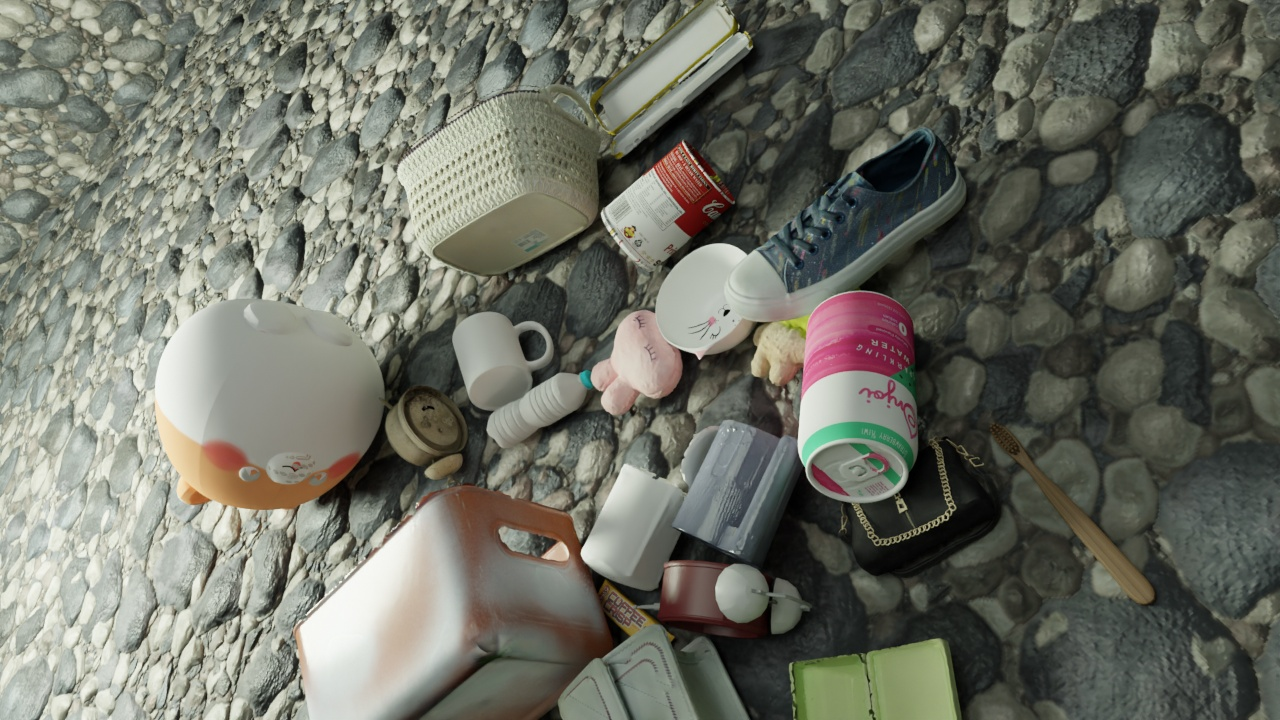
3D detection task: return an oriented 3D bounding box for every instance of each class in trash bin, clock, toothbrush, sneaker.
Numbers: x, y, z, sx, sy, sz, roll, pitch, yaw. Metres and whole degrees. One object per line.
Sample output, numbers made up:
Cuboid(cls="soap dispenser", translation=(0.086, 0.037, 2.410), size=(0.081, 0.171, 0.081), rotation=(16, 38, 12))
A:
Cuboid(cls="trash bin", translation=(-0.170, 0.260, 0.839), size=(0.260, 0.181, 0.157), rotation=(-43, 49, 19))
Cuboid(cls="clock", translation=(0.070, 0.195, 0.746), size=(0.138, 0.096, 0.048), rotation=(-9, 62, 39))
Cuboid(cls="toothbrush", translation=(0.306, 0.105, 0.659), size=(0.016, 0.016, 0.166), rotation=(-43, 48, 15))
Cuboid(cls="clock", translation=(-0.246, 0.097, 1.072), size=(0.055, 0.092, 0.140), rotation=(-37, 74, 26))
Cuboid(cls="sneaker", translation=(0.175, -0.118, 0.801), size=(0.235, 0.079, 0.087), rotation=(-31, 44, 2))

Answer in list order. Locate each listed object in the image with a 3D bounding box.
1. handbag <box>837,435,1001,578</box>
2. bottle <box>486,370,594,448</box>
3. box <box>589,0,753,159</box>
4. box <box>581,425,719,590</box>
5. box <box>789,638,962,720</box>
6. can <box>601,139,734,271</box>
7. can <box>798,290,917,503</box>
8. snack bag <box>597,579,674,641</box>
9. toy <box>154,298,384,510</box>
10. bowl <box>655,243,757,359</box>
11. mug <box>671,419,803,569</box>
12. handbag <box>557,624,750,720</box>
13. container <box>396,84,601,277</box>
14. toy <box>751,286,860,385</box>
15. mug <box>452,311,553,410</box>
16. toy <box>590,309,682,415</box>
Cuboid(cls="handbag", translation=(0.211, 0.113, 0.715), size=(0.129, 0.054, 0.079), rotation=(-36, 38, 22))
Cuboid(cls="bottle", translation=(-0.107, 0.050, 1.003), size=(0.136, 0.044, 0.044), rotation=(-30, 51, 23))
Cuboid(cls="box", translation=(0.035, -0.336, 1.101), size=(0.210, 0.045, 0.128), rotation=(-36, 50, 18))
Cuboid(cls="box", translation=(0.018, 0.130, 0.842), size=(0.095, 0.084, 0.165), rotation=(11, 73, 52))
Cuboid(cls="box", translation=(0.173, 0.301, 0.650), size=(0.139, 0.030, 0.186), rotation=(-25, 53, 34))
Cuboid(cls="can", translation=(0.029, -0.164, 0.979), size=(0.117, 0.086, 0.086), rotation=(-38, 48, 16))
Cuboid(cls="can", translation=(0.173, 0.025, 0.730), size=(0.088, 0.088, 0.165), rotation=(-19, 37, 30))
Cuboid(cls="snack bag", translation=(-0.009, 0.235, 0.842), size=(0.099, 0.020, 0.026), rotation=(30, 85, 44))
Cuboid(cls="toy", translation=(-0.460, 0.063, 1.139), size=(0.266, 0.262, 0.281), rotation=(42, 114, 46))
Cuboid(cls="bowl", translation=(0.076, -0.053, 0.906), size=(0.115, 0.050, 0.114), rotation=(-19, 56, 31))
Cuboid(cls="mug", translation=(0.089, 0.112, 0.767), size=(0.104, 0.084, 0.124), rotation=(-64, 6, -10))
Cuboid(cls="handbag", translation=(0.018, 0.325, 0.719), size=(0.142, 0.096, 0.198), rotation=(-42, 49, 15))
Cuboid(cls="container", translation=(-0.165, -0.207, 1.104), size=(0.252, 0.184, 0.143), rotation=(-23, 66, 30))
Cuboid(cls="toy", translation=(0.146, -0.030, 0.843), size=(0.092, 0.043, 0.118), rotation=(30, 89, 42))
Cuboid(cls="mug", translation=(-0.155, -0.006, 1.063), size=(0.110, 0.074, 0.090), rotation=(-23, 50, -4))
Cuboid(cls="toy", translation=(-0.006, 0.006, 0.941), size=(0.105, 0.053, 0.108), rotation=(-45, 47, 18))
